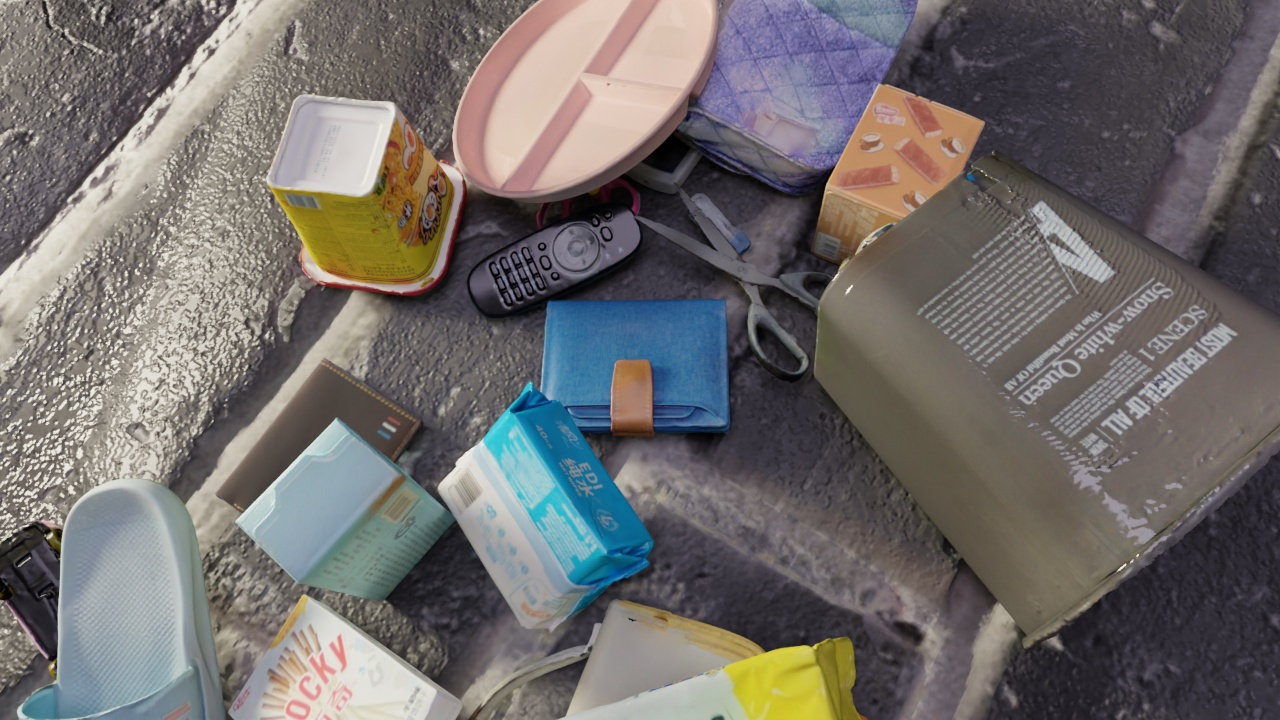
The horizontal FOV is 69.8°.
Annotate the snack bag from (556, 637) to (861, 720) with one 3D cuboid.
[{"bbox_3d":[0.013,0.252,0.461,0.247,0.068,0.158,-21,63,10],"label":"snack bag"}]

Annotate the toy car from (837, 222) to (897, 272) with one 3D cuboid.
[{"bbox_3d":[0.153,-0.057,0.611,0.042,0.091,0.035,-30,65,-23],"label":"toy car"}]

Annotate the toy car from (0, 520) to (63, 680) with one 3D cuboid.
[{"bbox_3d":[-0.386,0.163,0.615,0.056,0.037,0.122,-39,84,-10],"label":"toy car"}]

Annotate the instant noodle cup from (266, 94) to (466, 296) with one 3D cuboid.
[{"bbox_3d":[-0.199,-0.121,0.661,0.116,0.124,0.116,7,70,8],"label":"instant noodle cup"}]

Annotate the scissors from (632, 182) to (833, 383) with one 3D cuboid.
[{"bbox_3d":[0.078,-0.058,0.657,0.173,0.014,0.159,2,63,-10],"label":"scissors"}]

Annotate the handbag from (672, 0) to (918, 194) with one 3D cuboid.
[{"bbox_3d":[0.115,-0.228,0.695,0.134,0.076,0.193,30,74,-3],"label":"handbag"}]

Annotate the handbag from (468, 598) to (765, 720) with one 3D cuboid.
[{"bbox_3d":[-0.016,0.229,0.551,0.179,0.063,0.163,15,71,19],"label":"handbag"}]

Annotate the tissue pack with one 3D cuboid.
[{"bbox_3d":[-0.061,0.095,0.587,0.090,0.063,0.140,-46,70,25],"label":"tissue pack"}]

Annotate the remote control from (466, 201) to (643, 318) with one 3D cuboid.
[{"bbox_3d":[-0.063,-0.073,0.681,0.136,0.024,0.053,-24,84,3],"label":"remote control"}]

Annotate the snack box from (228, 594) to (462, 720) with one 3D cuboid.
[{"bbox_3d":[-0.179,0.207,0.546,0.157,0.027,0.084,14,67,42],"label":"snack box"}]

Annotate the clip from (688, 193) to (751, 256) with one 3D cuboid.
[{"bbox_3d":[0.058,-0.100,0.690,0.024,0.029,0.057,-38,78,-8],"label":"clip"}]

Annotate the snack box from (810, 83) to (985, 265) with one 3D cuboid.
[{"bbox_3d":[0.178,-0.120,0.647,0.077,0.093,0.094,25,73,13],"label":"snack box"}]

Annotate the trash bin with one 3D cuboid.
[{"bbox_3d":[0.235,0.016,0.545,0.199,0.199,0.219,-37,65,-9],"label":"trash bin"}]

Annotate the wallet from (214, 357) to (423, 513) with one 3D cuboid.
[{"bbox_3d":[-0.225,0.070,0.647,0.096,0.020,0.122,31,77,15],"label":"wallet"}]

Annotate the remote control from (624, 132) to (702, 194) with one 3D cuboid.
[{"bbox_3d":[0.040,-0.200,0.728,0.058,0.021,0.149,29,73,14],"label":"remote control"}]

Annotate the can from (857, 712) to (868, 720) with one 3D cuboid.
[{"bbox_3d":[0.168,0.264,0.519,0.146,0.058,0.058,31,74,15],"label":"can"}]

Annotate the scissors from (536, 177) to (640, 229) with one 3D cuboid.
[{"bbox_3d":[-0.053,-0.151,0.712,0.105,0.017,0.136,-28,72,10],"label":"scissors"}]

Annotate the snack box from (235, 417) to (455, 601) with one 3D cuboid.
[{"bbox_3d":[-0.167,0.096,0.549,0.051,0.175,0.074,40,76,11],"label":"snack box"}]

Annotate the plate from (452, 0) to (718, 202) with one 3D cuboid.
[{"bbox_3d":[-0.042,-0.210,0.690,0.230,0.028,0.229,-16,55,24],"label":"plate"}]

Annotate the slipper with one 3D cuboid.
[{"bbox_3d":[-0.316,0.195,0.556,0.104,0.074,0.245,-5,84,3],"label":"slipper"}]

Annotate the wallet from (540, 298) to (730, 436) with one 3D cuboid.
[{"bbox_3d":[-0.004,0.004,0.646,0.133,0.040,0.106,0,64,5],"label":"wallet"}]
